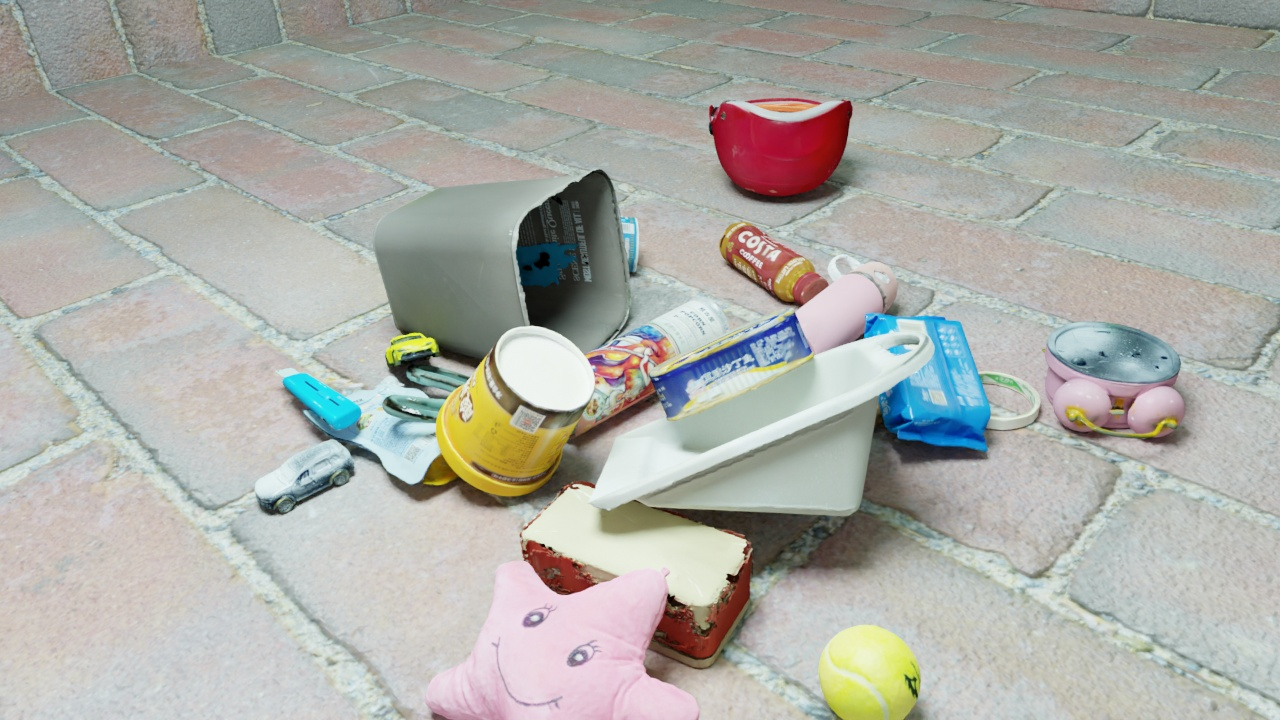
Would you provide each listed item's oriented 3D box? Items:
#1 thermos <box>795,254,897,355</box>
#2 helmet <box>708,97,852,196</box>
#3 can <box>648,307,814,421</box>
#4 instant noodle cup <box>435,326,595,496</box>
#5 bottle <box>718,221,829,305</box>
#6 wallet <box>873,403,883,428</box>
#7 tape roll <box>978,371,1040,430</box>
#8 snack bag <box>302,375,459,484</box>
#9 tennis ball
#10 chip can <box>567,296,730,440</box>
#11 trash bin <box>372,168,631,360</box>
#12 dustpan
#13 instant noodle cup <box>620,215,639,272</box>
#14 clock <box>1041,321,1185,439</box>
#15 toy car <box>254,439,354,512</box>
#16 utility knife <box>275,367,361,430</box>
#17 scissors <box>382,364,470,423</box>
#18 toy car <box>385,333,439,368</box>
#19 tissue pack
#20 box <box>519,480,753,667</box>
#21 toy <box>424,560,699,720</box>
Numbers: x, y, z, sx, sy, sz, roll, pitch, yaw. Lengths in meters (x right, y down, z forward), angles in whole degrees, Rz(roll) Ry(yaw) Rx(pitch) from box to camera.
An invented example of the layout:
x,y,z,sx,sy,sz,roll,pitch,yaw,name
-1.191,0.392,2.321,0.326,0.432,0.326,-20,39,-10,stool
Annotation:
x,y,z,sx,sy,sz,roll,pitch,yaw,name
0.209,-0.055,1.009,0.087,0.067,0.198,46,50,9,thermos
0.207,-0.324,1.385,0.207,0.144,0.239,-1,18,2,helmet
0.082,0.003,0.837,0.148,0.049,0.074,-25,6,-3,can
-0.105,0.041,0.807,0.118,0.115,0.118,20,44,-20,instant noodle cup
0.164,-0.117,1.129,0.057,0.057,0.175,-17,35,-21,bottle
0.208,0.034,0.911,0.090,0.033,0.115,26,45,35,wallet
0.348,0.038,0.906,0.086,0.014,0.085,-3,32,1,tape roll
-0.233,0.064,0.895,0.191,0.039,0.110,20,41,37,snack bag
0.150,0.207,0.603,0.065,0.066,0.065,-2,32,1,tennis ball
-0.006,0.005,0.937,0.214,0.071,0.071,-28,40,-33,chip can
-0.154,-0.102,1.023,0.220,0.199,0.198,8,32,30,trash bin
0.102,0.036,0.763,0.258,0.143,0.222,6,9,3,dustpan
-0.059,-0.151,1.178,0.110,0.099,0.099,1,32,-6,instant noodle cup
0.450,0.024,0.878,0.117,0.060,0.158,5,31,10,clock
-0.309,0.105,0.842,0.090,0.034,0.043,-28,43,-32,toy car
-0.329,0.033,0.921,0.034,0.018,0.179,-25,30,-33,utility knife
-0.192,0.033,0.917,0.170,0.019,0.179,2,15,-40,scissors
-0.248,-0.013,0.988,0.048,0.032,0.105,-13,4,-22,toy car
0.270,0.019,0.873,0.095,0.052,0.156,5,52,-12,tissue pack
-0.005,0.152,0.696,0.168,0.077,0.091,14,36,27,box
-0.050,0.199,0.615,0.178,0.075,0.195,-42,47,-15,toy
